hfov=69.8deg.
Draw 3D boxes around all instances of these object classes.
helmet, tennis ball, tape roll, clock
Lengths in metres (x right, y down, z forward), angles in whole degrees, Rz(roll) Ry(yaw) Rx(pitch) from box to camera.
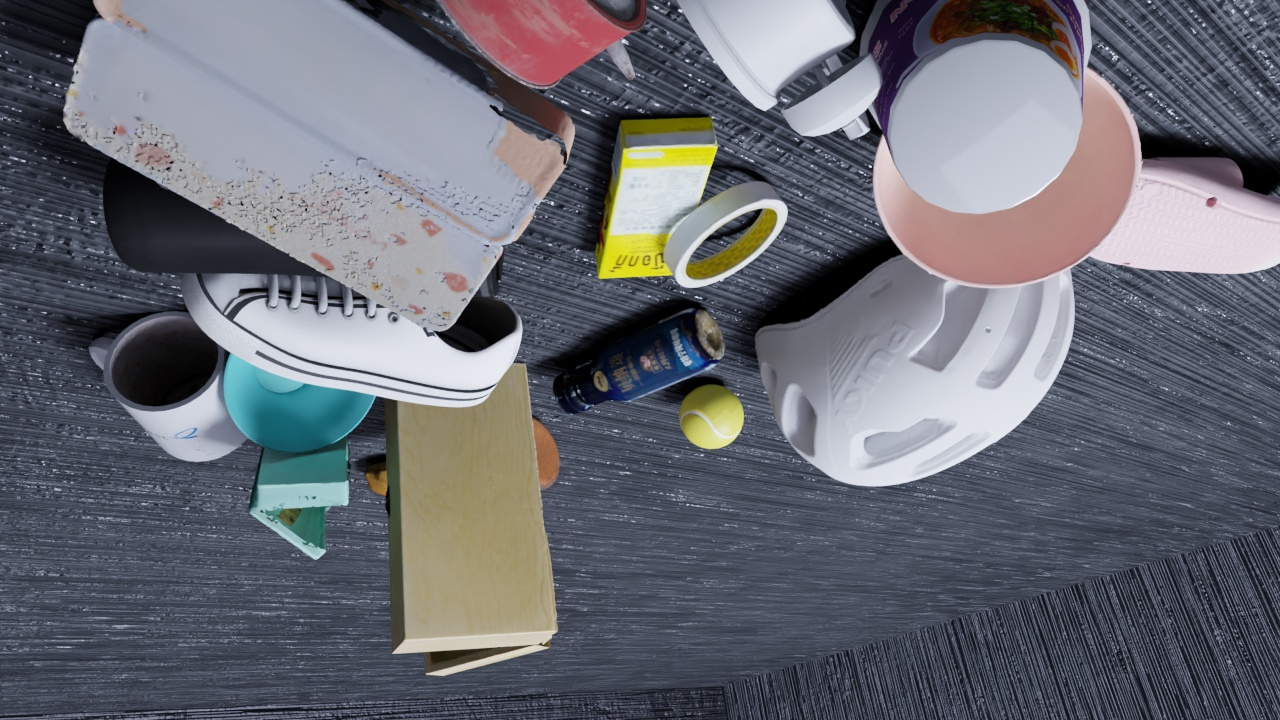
[{"bbox_3d":[0.250,-0.002,0.814,0.283,0.183,0.224,-39,148,20],"label":"helmet"},{"bbox_3d":[0.072,0.057,0.932,0.065,0.065,0.065,-7,153,-4],"label":"tennis ball"},{"bbox_3d":[0.061,-0.089,0.656,0.094,0.019,0.094,-27,159,-12],"label":"tape roll"},{"bbox_3d":[-0.065,-0.181,0.373,0.062,0.109,0.156,-24,143,26],"label":"clock"},{"bbox_3d":[0.064,-0.165,0.439,0.061,0.119,0.159,-29,137,25],"label":"clock"}]

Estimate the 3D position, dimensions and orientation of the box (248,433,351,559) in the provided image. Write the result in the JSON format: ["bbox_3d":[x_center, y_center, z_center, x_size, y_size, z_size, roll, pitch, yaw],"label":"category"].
[{"bbox_3d":[-0.283,0.098,0.767,0.077,0.188,0.080,1,108,-19],"label":"box"}]

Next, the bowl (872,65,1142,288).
[{"bbox_3d":[0.223,-0.129,0.575,0.153,0.076,0.153,8,125,11],"label":"bowl"}]

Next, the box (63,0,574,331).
[{"bbox_3d":[-0.157,-0.111,0.446,0.216,0.043,0.151,30,130,-18],"label":"box"}]

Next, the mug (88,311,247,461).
[{"bbox_3d":[-0.369,0.016,0.712,0.119,0.082,0.097,20,152,4],"label":"mug"}]

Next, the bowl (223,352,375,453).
[{"bbox_3d":[-0.271,0.008,0.722,0.121,0.121,0.046,19,-178,-44],"label":"bowl"}]

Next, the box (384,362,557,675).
[{"bbox_3d":[-0.150,0.133,0.811,0.141,0.248,0.185,-5,153,-7],"label":"box"}]

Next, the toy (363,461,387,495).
[{"bbox_3d":[-0.232,0.157,1.031,0.133,0.076,0.175,-27,141,31],"label":"toy"}]

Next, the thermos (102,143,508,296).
[{"bbox_3d":[-0.183,-0.089,0.535,0.218,0.105,0.106,-1,153,-5],"label":"thermos"}]

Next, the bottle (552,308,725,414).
[{"bbox_3d":[-0.005,0.005,0.815,0.161,0.056,0.056,-23,150,27],"label":"bottle"}]

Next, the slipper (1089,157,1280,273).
[{"bbox_3d":[0.429,-0.113,0.719,0.221,0.055,0.107,9,151,-14],"label":"slipper"}]

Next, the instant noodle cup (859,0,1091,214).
[{"bbox_3d":[0.170,-0.142,0.458,0.122,0.121,0.137,15,126,7],"label":"instant noodle cup"}]

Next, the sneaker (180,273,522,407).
[{"bbox_3d":[-0.188,-0.039,0.654,0.245,0.091,0.097,19,123,-37],"label":"sneaker"}]

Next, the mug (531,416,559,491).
[{"bbox_3d":[-0.131,0.102,0.954,0.081,0.085,0.110,-27,180,28],"label":"mug"}]

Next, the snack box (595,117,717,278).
[{"bbox_3d":[0.007,-0.107,0.631,0.061,0.025,0.149,-4,153,-12],"label":"snack box"}]
